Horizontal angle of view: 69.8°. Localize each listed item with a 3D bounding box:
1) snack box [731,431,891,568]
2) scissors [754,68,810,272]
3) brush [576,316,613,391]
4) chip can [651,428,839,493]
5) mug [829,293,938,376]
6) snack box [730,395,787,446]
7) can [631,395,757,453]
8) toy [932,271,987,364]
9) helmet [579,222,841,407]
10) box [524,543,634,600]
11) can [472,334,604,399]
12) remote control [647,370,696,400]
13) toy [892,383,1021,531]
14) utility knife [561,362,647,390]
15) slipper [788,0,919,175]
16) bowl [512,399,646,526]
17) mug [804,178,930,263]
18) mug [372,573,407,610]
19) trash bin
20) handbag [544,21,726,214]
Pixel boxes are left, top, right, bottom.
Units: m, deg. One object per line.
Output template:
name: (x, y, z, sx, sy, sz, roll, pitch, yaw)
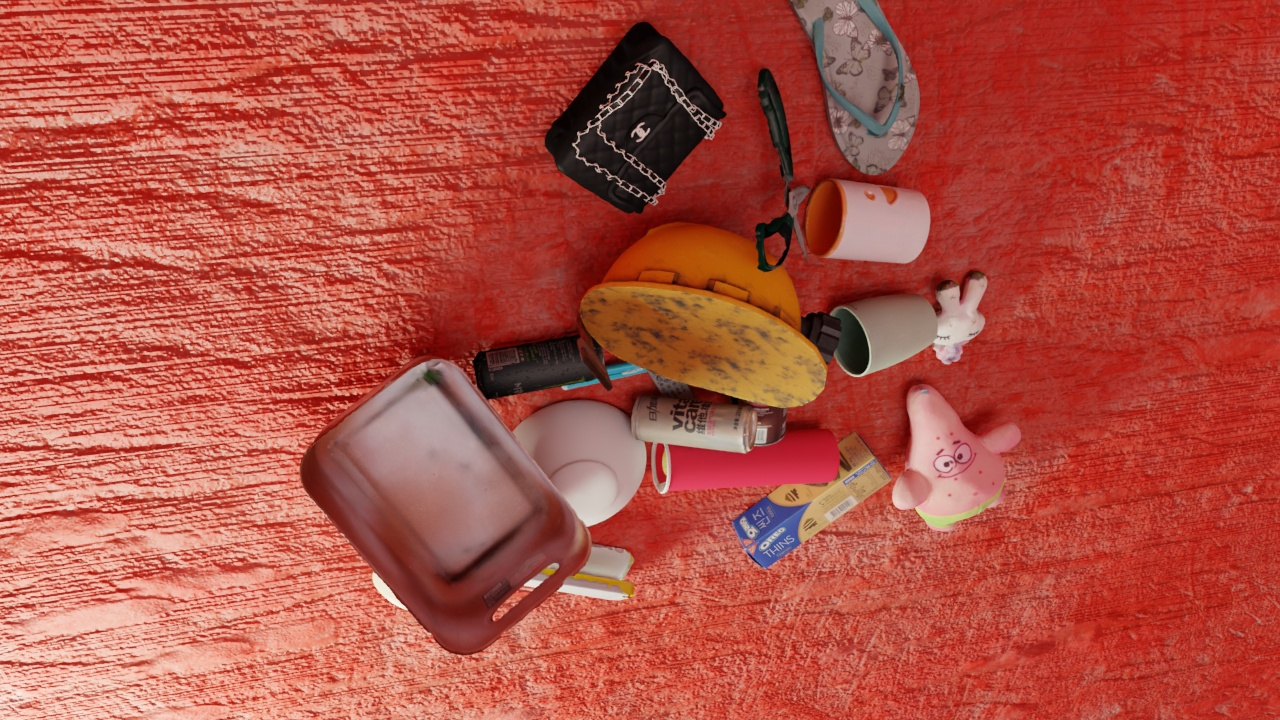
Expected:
snack box: (0.218, 0.182, 1.188, 0.207, 0.056, 0.057, -37, 125, 8)
scissors: (0.132, -0.178, 0.891, 0.015, 0.201, 0.203, -8, 109, 27)
brush: (-0.053, -0.015, 0.939, 0.008, 0.143, 0.045, -35, 115, 6)
chip can: (0.128, 0.121, 1.117, 0.220, 0.069, 0.069, -1, 121, -15)
mug: (0.279, -0.027, 1.068, 0.104, 0.084, 0.111, -16, 153, -20)
snack box: (0.138, 0.031, 1.064, 0.072, 0.072, 0.121, -8, 124, -11)
can: (0.061, 0.072, 1.041, 0.136, 0.054, 0.054, 6, 125, 19)
toy: (0.379, -0.048, 1.101, 0.079, 0.038, 0.123, -14, 126, -15)
helmet: (0.077, -0.064, 0.938, 0.255, 0.131, 0.206, 21, 157, -6)
box: (-0.108, 0.264, 1.156, 0.210, 0.070, 0.067, 15, 136, -22)
can: (-0.110, 0.006, 0.990, 0.137, 0.054, 0.054, -10, 123, -9)
remote control: (0.025, 0.011, 1.054, 0.033, 0.013, 0.136, -29, 124, 6)
toy: (0.399, 0.127, 1.184, 0.192, 0.097, 0.237, -31, 116, -5)
utility knife: (-0.006, 0.006, 1.031, 0.176, 0.015, 0.022, -12, 132, 0)
slipper: (0.216, -0.298, 0.893, 0.098, 0.054, 0.269, -31, 122, 2)
bowl: (-0.074, 0.135, 1.072, 0.176, 0.066, 0.177, -7, 122, -11)
mug: (0.240, -0.147, 0.974, 0.105, 0.082, 0.082, 2, 120, -18)
mug: (-0.236, 0.228, 1.055, 0.096, 0.120, 0.100, 2, 116, -61)
trash bin: (-0.198, 0.133, 0.932, 0.181, 0.157, 0.260, -39, 104, -9)
handbag: (0.005, -0.212, 0.852, 0.125, 0.114, 0.154, 33, 104, -32)
